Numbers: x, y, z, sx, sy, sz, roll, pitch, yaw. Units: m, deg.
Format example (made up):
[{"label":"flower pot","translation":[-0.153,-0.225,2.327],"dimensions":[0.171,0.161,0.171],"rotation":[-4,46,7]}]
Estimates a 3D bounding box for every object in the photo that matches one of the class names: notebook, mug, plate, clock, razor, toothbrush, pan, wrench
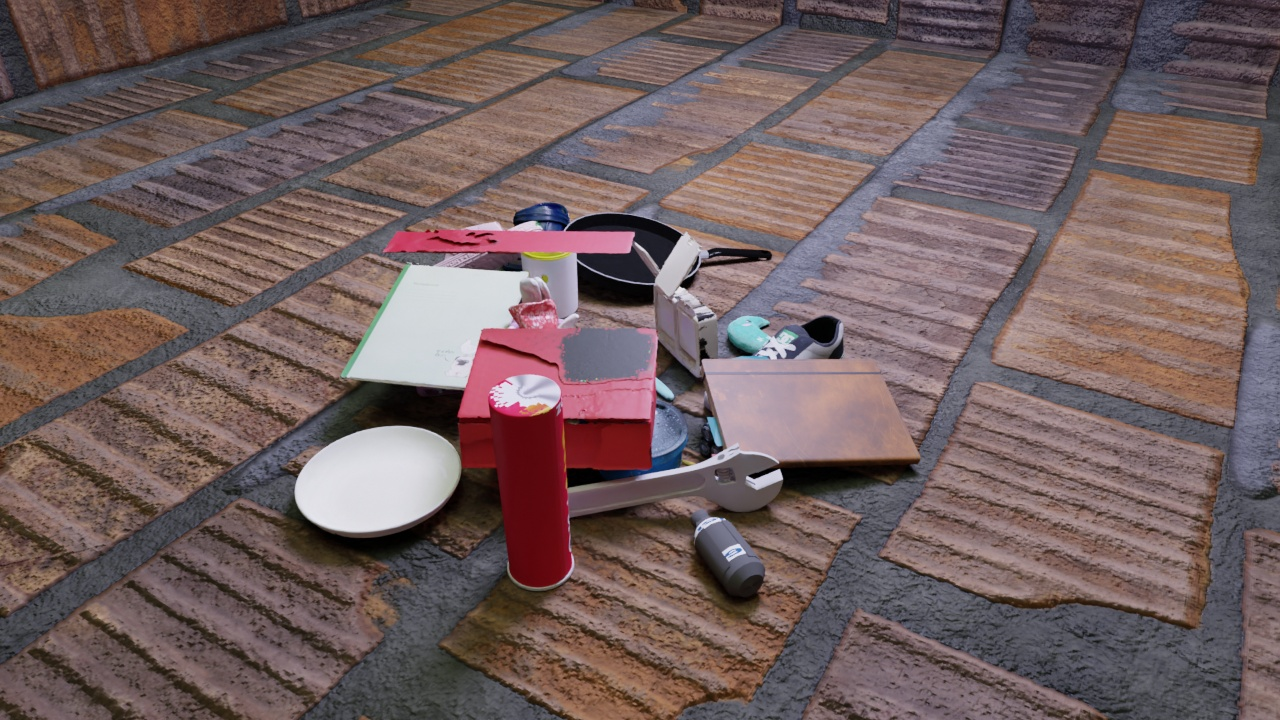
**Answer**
[{"label":"notebook","translation":[-0.261,-0.050,1.201],"dimensions":[0.182,0.010,0.251],"rotation":[5,40,6]},{"label":"mug","translation":[-0.136,-0.126,1.382],"dimensions":[0.082,0.106,0.082],"rotation":[0,33,0]},{"label":"plate","translation":[-0.294,0.142,1.040],"dimensions":[0.182,0.034,0.182],"rotation":[-1,33,0]},{"label":"clock","translation":[-0.011,0.090,1.093],"dimensions":[0.116,0.060,0.161],"rotation":[-18,35,-23]},{"label":"razor","translation":[0.146,0.099,1.092],"dimensions":[0.151,0.054,0.067],"rotation":[8,45,0]},{"label":"toothbrush","translation":[-0.007,0.007,1.260],"dimensions":[0.016,0.017,0.180],"rotation":[-18,39,-28]},{"label":"notebook","translation":[0.190,0.055,1.101],"dimensions":[0.249,0.014,0.178],"rotation":[0,46,-14]},{"label":"pan","translation":[0.047,-0.172,1.502],"dimensions":[0.356,0.034,0.225],"rotation":[1,37,-16]},{"label":"wrench","translation":[0.020,0.147,1.010],"dimensions":[0.273,0.087,0.018],"rotation":[-11,33,2]}]

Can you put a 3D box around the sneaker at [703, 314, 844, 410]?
[{"label":"sneaker","translation":[0.178,0.000,1.208],"dimensions":[0.234,0.079,0.084],"rotation":[-24,41,-30]}]

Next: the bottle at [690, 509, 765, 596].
[{"label":"bottle","translation":[0.085,0.194,0.943],"dimensions":[0.047,0.047,0.112],"rotation":[-14,35,-20]}]

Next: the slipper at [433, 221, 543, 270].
[{"label":"slipper","translation":[-0.265,-0.164,1.399],"dimensions":[0.239,0.064,0.094],"rotation":[-27,-9,0]}]

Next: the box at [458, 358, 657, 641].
[{"label":"box","translation":[-0.082,0.159,1.076],"dimensions":[0.214,0.326,0.152],"rotation":[-1,16,5]}]

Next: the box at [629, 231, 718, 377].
[{"label":"box","translation":[0.041,-0.082,1.231],"dimensions":[0.068,0.191,0.143],"rotation":[-15,29,-19]}]

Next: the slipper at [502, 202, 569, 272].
[{"label":"slipper","translation":[-0.174,-0.219,1.541],"dimensions":[0.105,0.095,0.252],"rotation":[3,30,0]}]

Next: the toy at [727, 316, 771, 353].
[{"label":"toy","translation":[0.166,-0.037,1.310],"dimensions":[0.085,0.033,0.105],"rotation":[-1,30,-21]}]

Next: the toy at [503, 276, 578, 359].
[{"label":"toy","translation":[-0.120,-0.008,1.165],"dimensions":[0.159,0.194,0.084],"rotation":[-7,-6,-17]}]

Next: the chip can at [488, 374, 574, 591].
[{"label":"chip can","translation":[-0.104,0.122,0.896],"dimensions":[0.069,0.221,0.069],"rotation":[0,33,0]}]

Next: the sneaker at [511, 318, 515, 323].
[{"label":"sneaker","translation":[-0.242,-0.059,1.298],"dimensions":[0.240,0.088,0.118],"rotation":[-12,35,-17]}]

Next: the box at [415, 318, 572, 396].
[{"label":"box","translation":[-0.198,0.000,1.231],"dimensions":[0.214,0.096,0.077],"rotation":[-6,61,-8]}]
